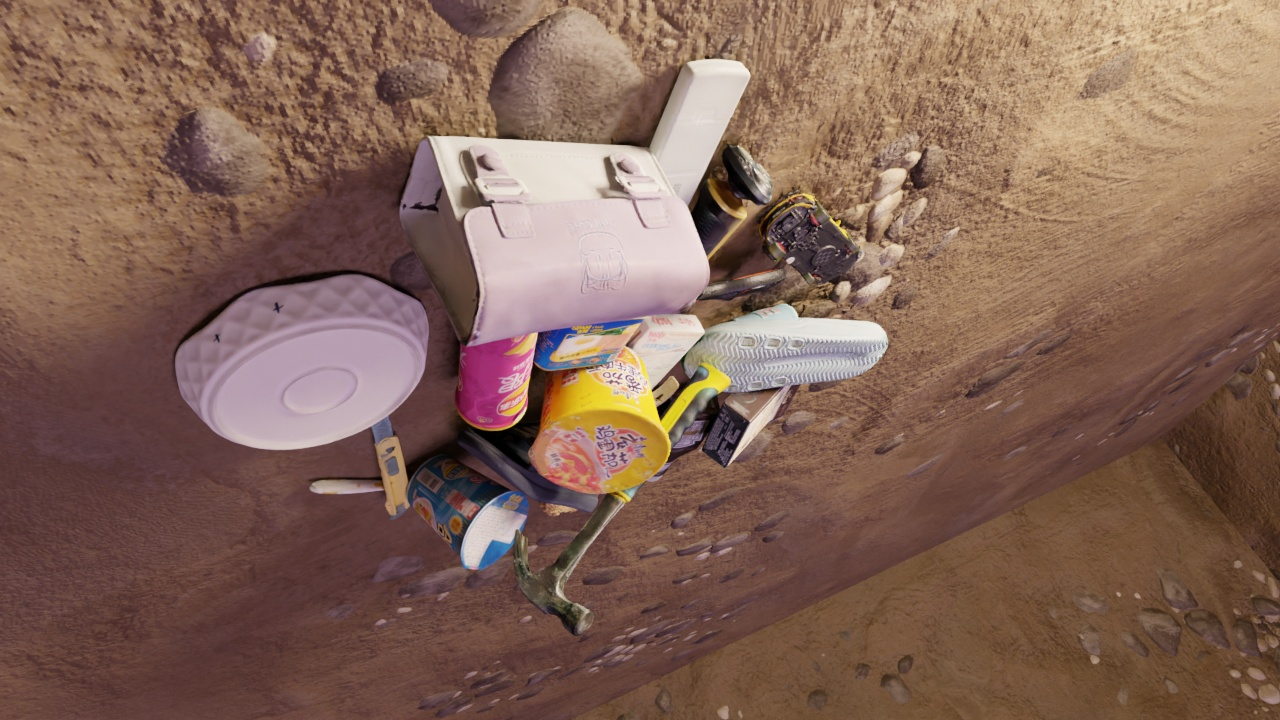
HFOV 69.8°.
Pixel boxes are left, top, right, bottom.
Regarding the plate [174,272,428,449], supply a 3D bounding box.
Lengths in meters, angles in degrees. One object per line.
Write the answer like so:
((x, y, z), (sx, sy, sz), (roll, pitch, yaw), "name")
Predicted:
((-0.274, 0.010, 0.771), (0.204, 0.045, 0.205), (-21, 152, -12), "plate")

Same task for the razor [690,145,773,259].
((0.065, -0.124, 0.844), (0.067, 0.062, 0.168), (-20, 160, -37), "razor")

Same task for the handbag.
((-0.059, -0.093, 0.679), (0.196, 0.145, 0.099), (-8, 150, -35), "handbag")

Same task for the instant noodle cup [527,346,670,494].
((-0.043, 0.054, 0.951), (0.138, 0.109, 0.138), (-4, 137, -4), "instant noodle cup")

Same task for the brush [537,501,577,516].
((-0.046, 0.119, 1.180), (0.083, 0.046, 0.255), (9, 132, -44), "brush")

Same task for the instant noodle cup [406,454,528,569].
((-0.196, 0.159, 1.008), (0.099, 0.110, 0.099), (-39, 146, -34), "instant noodle cup")

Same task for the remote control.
((0.036, -0.179, 0.750), (0.058, 0.021, 0.150), (-10, 148, -30), "remote control")

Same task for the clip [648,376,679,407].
((0.000, 0.057, 1.055), (0.071, 0.034, 0.100), (3, 136, -44), "clip")

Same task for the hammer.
((-0.015, 0.130, 0.989), (0.322, 0.126, 0.032), (-51, 149, -17), "hammer")

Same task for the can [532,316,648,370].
((-0.052, -0.037, 0.879), (0.102, 0.057, 0.083), (-6, 148, -35), "can")

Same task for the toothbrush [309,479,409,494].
((-0.282, 0.141, 1.022), (0.018, 0.016, 0.191), (-35, 154, 33), "toothbrush")

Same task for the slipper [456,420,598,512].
((-0.112, 0.107, 1.048), (0.083, 0.111, 0.268), (-58, 153, -5), "slipper")

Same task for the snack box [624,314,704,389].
((-0.006, 0.006, 1.025), (0.084, 0.027, 0.157), (1, 142, -42), "snack box")

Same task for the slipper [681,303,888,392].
((0.169, -0.022, 1.079), (0.245, 0.074, 0.104), (-3, 141, -10), "slipper")

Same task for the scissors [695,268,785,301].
((0.043, -0.059, 0.890), (0.234, 0.022, 0.142), (-14, -175, -27), "scissors")

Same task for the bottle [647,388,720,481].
((0.041, 0.103, 1.213), (0.079, 0.044, 0.195), (1, 147, -19), "bottle")

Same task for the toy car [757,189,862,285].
((0.175, -0.123, 0.950), (0.071, 0.041, 0.155), (-38, 147, 20), "toy car")

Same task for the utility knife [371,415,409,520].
((-0.266, 0.108, 0.968), (0.030, 0.022, 0.211), (-28, 143, -26), "utility knife")

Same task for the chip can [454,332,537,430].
((-0.128, -0.020, 0.822), (0.071, 0.071, 0.211), (-15, 150, -23), "chip can")

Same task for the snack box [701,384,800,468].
((0.143, 0.061, 1.152), (0.125, 0.053, 0.113), (-43, 163, -35), "snack box")
